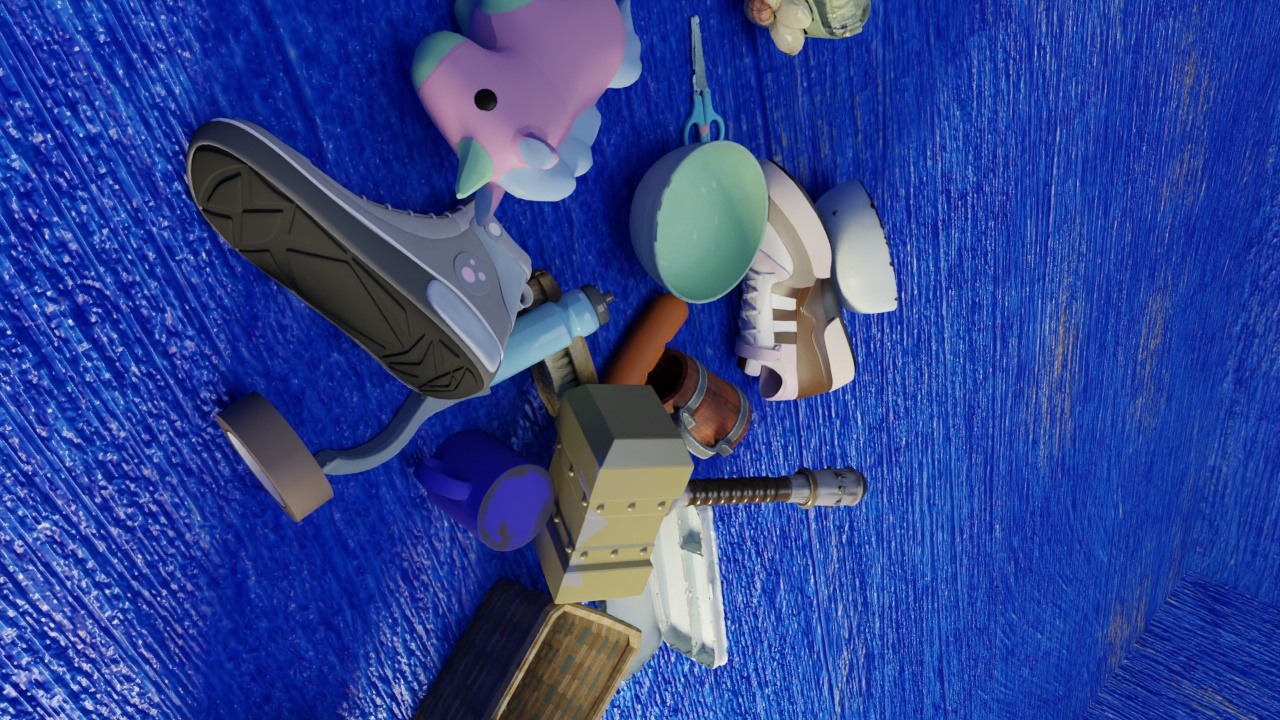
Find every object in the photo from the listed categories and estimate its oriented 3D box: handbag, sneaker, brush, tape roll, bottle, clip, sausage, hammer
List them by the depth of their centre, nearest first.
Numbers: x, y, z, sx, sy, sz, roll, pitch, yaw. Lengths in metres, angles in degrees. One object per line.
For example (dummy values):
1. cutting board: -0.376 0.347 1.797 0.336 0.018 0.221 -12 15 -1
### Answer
1. tape roll: -0.257 0.068 0.646 0.030 0.094 0.094 -38 130 -27
2. sneaker: -0.182 -0.100 0.664 0.256 0.093 0.160 46 43 -27
3. clip: -0.209 0.040 0.732 0.169 0.031 0.164 38 82 -45
4. bottle: -0.080 -0.024 0.756 0.130 0.040 0.040 -28 128 -8
5. brush: -0.071 0.010 0.827 0.043 0.059 0.195 -27 121 -21
6. handbag: 0.134 -0.375 0.832 0.116 0.113 0.187 -25 122 -19
7. hammer: 0.076 0.122 0.861 0.324 0.100 0.191 2 125 -26
8. sausage: -0.005 0.005 0.904 0.044 0.039 0.164 35 82 -43
9. sneaker: 0.137 -0.071 0.980 0.116 0.111 0.294 -29 129 -8

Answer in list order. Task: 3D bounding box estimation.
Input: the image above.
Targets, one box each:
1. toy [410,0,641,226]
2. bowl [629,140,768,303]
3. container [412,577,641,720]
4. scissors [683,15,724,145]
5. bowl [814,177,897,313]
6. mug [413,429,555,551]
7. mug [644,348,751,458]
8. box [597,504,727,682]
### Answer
1. toy: -0.068 -0.205 0.673 0.221 0.120 0.171 -25 91 -38
2. bowl: 0.044 -0.135 0.863 0.150 0.077 0.151 -19 120 -38
3. container: -0.097 0.347 0.858 0.157 0.186 0.249 38 80 -46
4. scissors: 0.058 -0.256 0.870 0.055 0.015 0.136 -27 128 -31
5. bowl: 0.227 -0.119 1.018 0.073 0.153 0.153 -18 129 7
6. mug: -0.141 0.107 0.784 0.111 0.084 0.079 21 92 -47
7. mug: 0.056 0.054 0.938 0.082 0.117 0.111 -34 136 20
8. box: 0.028 0.240 0.966 0.129 0.106 0.211 -32 117 -43
